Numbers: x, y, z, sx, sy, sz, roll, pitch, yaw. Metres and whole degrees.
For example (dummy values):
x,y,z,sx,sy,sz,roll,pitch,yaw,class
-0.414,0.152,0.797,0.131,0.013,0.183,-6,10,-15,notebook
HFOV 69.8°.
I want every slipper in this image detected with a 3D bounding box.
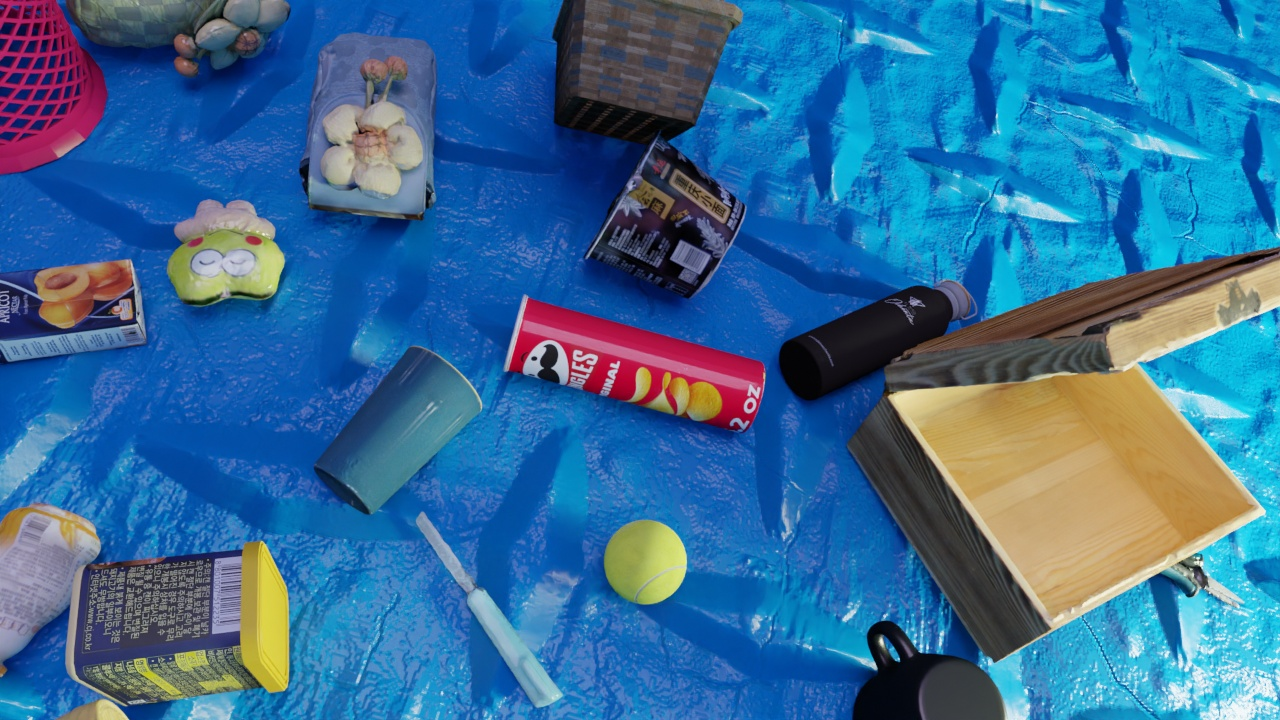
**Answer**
x,y,z,sx,sy,sz,roll,pitch,yaw,class
-0.289,0.327,0.526,0.078,0.100,0.263,-28,74,-21,slipper

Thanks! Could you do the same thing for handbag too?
x,y,z,sx,sy,sz,roll,pitch,yaw,class
-0.426,-0.323,0.857,0.186,0.113,0.117,-19,82,-21,handbag
-0.242,-0.222,0.839,0.121,0.119,0.191,5,66,-13,handbag

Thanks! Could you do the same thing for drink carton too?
x,y,z,sx,sy,sz,roll,pitch,yaw,class
-0.464,-0.038,0.718,0.130,0.040,0.064,-10,64,-20,drink carton

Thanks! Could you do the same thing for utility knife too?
x,y,z,sx,sy,sz,roll,pitch,yaw,class
-0.120,0.188,0.703,0.022,0.016,0.179,-31,76,-29,utility knife

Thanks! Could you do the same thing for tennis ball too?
x,y,z,sx,sy,sz,roll,pitch,yaw,class
0.004,0.159,0.725,0.065,0.065,0.065,7,60,-12,tennis ball

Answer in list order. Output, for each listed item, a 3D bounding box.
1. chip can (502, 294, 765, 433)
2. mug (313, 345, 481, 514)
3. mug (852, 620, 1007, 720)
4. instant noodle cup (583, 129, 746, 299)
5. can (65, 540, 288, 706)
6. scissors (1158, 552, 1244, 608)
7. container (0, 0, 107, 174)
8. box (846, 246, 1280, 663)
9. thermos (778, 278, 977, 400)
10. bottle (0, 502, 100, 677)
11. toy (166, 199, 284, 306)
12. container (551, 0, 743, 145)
x,y,z,sx,sy,sz,roll,pitch,yaw,class
-0.005,0.005,0.807,0.220,0.069,0.069,15,59,-8,chip can
-0.194,0.057,0.725,0.078,0.078,0.121,36,63,6,mug
0.215,0.260,0.712,0.085,0.095,0.121,-18,68,-24,mug
0.027,-0.127,0.863,0.112,0.138,0.137,31,57,-7,instant noodle cup
-0.291,0.174,0.594,0.104,0.135,0.075,-3,63,-15,can
0.512,0.188,0.882,0.128,0.019,0.140,-10,66,-21,scissors
-0.553,-0.291,0.724,0.183,0.226,0.182,7,60,-12,container
0.376,0.023,0.759,0.278,0.316,0.282,-18,60,-22,box
0.244,-0.030,0.902,0.230,0.061,0.061,-22,70,-26,thermos
-0.413,0.152,0.612,0.063,0.063,0.108,19,58,-5,bottle
-0.352,-0.094,0.780,0.092,0.046,0.115,-8,56,-16,toy
-0.004,-0.317,0.867,0.157,0.250,0.186,10,96,-10,container
